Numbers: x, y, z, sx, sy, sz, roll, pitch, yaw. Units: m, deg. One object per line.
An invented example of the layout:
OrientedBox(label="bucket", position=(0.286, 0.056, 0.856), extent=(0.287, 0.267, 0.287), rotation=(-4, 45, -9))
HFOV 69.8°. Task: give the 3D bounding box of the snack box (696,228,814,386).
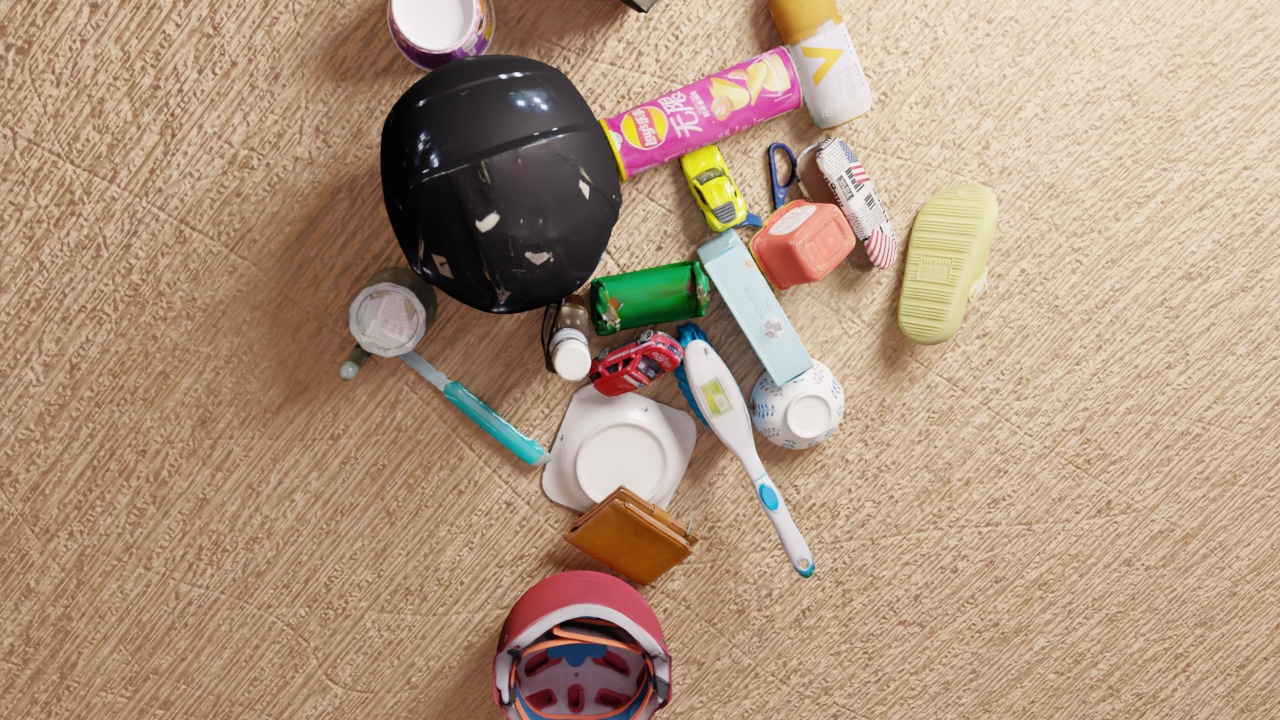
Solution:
OrientedBox(label="snack box", position=(0.129, -0.060, 1.035), extent=(0.052, 0.074, 0.175), rotation=(-32, 109, 7))

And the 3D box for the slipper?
OrientedBox(label="slipper", position=(0.358, -0.108, 1.064), extent=(0.081, 0.092, 0.190), rotation=(13, 95, -51))

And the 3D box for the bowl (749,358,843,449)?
OrientedBox(label="bowl", position=(0.192, 0.057, 1.088), extent=(0.113, 0.062, 0.113), rotation=(-2, 106, -8))

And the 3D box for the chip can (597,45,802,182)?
OrientedBox(label="chip can", position=(0.063, -0.264, 0.981), extent=(0.210, 0.071, 0.071), rotation=(-23, 106, -2))

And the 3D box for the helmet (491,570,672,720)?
OrientedBox(label="helmet", position=(-0.071, 0.350, 1.092), extent=(0.207, 0.143, 0.240), rotation=(1, 119, -8))

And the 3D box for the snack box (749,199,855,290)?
OrientedBox(label="snack box", position=(0.179, -0.129, 1.005), extent=(0.091, 0.080, 0.082), rotation=(-43, 111, -18))

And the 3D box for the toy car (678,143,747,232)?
OrientedBox(label="toy car", position=(0.079, -0.193, 1.009), extent=(0.048, 0.032, 0.105), rotation=(-26, 85, 3))

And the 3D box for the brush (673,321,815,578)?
OrientedBox(label="brush", position=(0.119, 0.106, 1.066), extent=(0.060, 0.109, 0.314), rotation=(-28, 106, -3))

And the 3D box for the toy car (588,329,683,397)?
OrientedBox(label="toy car", position=(-0.006, 0.006, 1.027), extent=(0.121, 0.045, 0.053), rotation=(-26, 134, 38))

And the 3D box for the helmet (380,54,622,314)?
OrientedBox(label="helmet", position=(-0.135, -0.158, 0.913), extent=(0.233, 0.230, 0.275), rotation=(-19, 126, -1))

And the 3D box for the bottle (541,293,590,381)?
OrientedBox(label="bottle", position=(-0.077, -0.022, 0.961), extent=(0.044, 0.195, 0.080), rotation=(12, 103, -11))

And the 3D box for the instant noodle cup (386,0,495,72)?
OrientedBox(label="instant noodle cup", position=(-0.202, -0.345, 0.910), extent=(0.111, 0.099, 0.111), rotation=(-1, 104, -6))

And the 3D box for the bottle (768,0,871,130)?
OrientedBox(label="bottle", position=(0.185, -0.343, 0.976), extent=(0.068, 0.068, 0.189), rotation=(-26, 106, 0))

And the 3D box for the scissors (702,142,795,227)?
OrientedBox(label="scissors", position=(0.148, -0.166, 1.049), extent=(0.175, 0.012, 0.162), rotation=(10, 104, -12))

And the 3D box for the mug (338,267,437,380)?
OrientedBox(label="mug", position=(-0.275, -0.036, 0.978), extent=(0.083, 0.103, 0.124), rotation=(37, 95, -14))

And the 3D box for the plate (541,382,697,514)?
OrientedBox(label="plate", position=(-0.023, 0.120, 1.091), extent=(0.164, 0.034, 0.164), rotation=(19, 101, -13))

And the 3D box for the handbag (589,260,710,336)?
OrientedBox(label="handbag", position=(0.009, -0.065, 1.002), extent=(0.131, 0.120, 0.068), rotation=(-10, 100, -3))

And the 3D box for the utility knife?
OrientedBox(label="utility knife", position=(-0.192, 0.053, 1.060), extent=(0.221, 0.013, 0.029), rotation=(41, 94, -12))

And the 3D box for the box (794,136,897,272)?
OrientedBox(label="box", position=(0.243, -0.175, 1.023), extent=(0.075, 0.081, 0.163), rotation=(-37, 105, -13))

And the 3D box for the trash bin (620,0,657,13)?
OrientedBox(label="trash bin", position=(0.006, -0.466, 0.864), extent=(0.198, 0.198, 0.220), rotation=(32, 105, -14))

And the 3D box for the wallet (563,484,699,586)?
OrientedBox(label="wallet", position=(-0.005, 0.209, 1.093), extent=(0.130, 0.035, 0.119), rotation=(37, 113, -25))
